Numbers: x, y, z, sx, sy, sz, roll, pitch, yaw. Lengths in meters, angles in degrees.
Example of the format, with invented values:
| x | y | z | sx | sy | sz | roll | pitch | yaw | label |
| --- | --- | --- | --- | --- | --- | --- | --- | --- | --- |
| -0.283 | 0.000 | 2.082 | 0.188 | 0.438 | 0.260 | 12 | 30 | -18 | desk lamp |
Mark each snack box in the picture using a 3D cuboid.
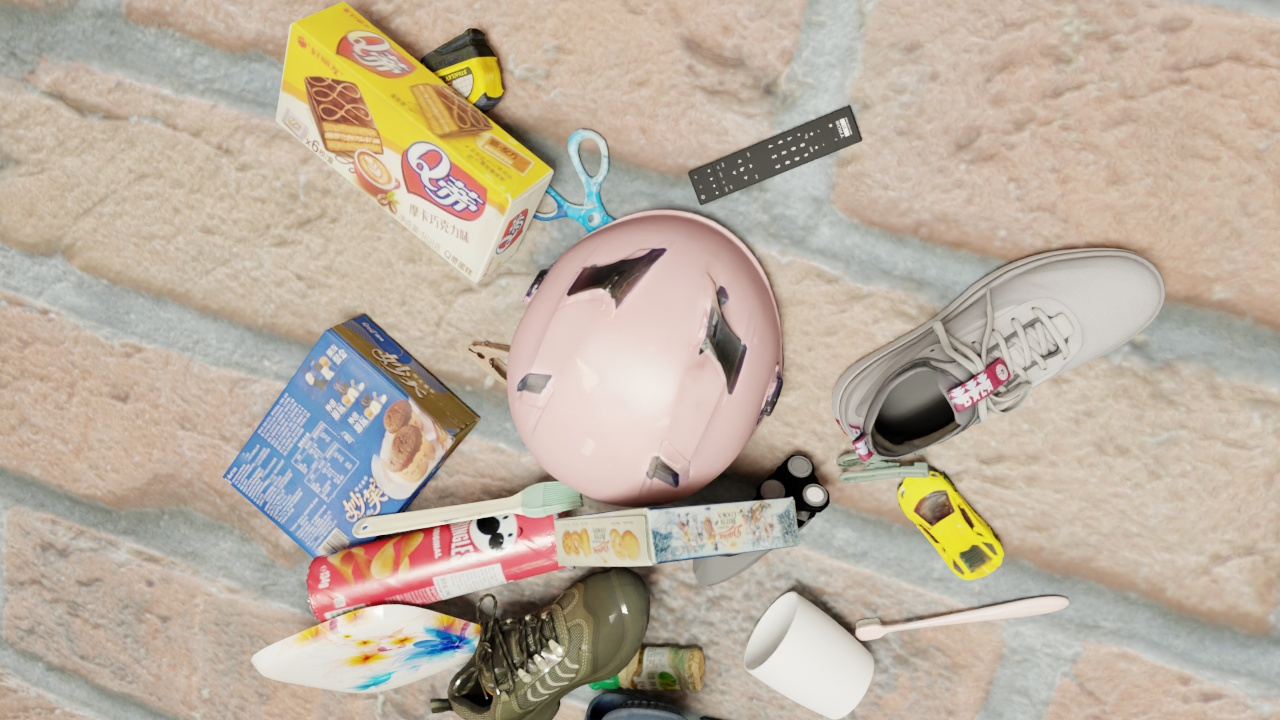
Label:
| x | y | z | sx | sy | sz | roll | pitch | yaw | label |
| --- | --- | --- | --- | --- | --- | --- | --- | --- | --- |
| -0.193 | -0.182 | 0.771 | 0.230 | 0.061 | 0.110 | 39 | 137 | 2 | snack box |
| -0.277 | 0.084 | 0.878 | 0.155 | 0.069 | 0.203 | 42 | 111 | 1 | snack box |
| 0.026 | 0.139 | 0.739 | 0.145 | 0.144 | 0.042 | -20 | 73 | 55 | snack box |

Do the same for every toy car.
| x | y | z | sx | sy | sz | roll | pitch | yaw | label |
| --- | --- | --- | --- | --- | --- | --- | --- | --- | --- |
| 0.261 | 0.138 | 0.778 | 0.049 | 0.030 | 0.107 | -41 | 90 | 21 | toy car |

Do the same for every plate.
| x | y | z | sx | sy | sz | roll | pitch | yaw | label |
| --- | --- | --- | --- | --- | --- | --- | --- | --- | --- |
| -0.252 | 0.284 | 0.881 | 0.187 | 0.187 | 0.016 | -25 | 55 | 19 | plate |

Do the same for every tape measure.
| x | y | z | sx | sy | sz | roll | pitch | yaw | label |
| --- | --- | --- | --- | --- | --- | --- | --- | --- | --- |
| -0.148 | -0.238 | 0.778 | 0.066 | 0.037 | 0.064 | -18 | 97 | 32 | tape measure |

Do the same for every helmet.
| x | y | z | sx | sy | sz | roll | pitch | yaw | label |
| --- | --- | --- | --- | --- | --- | --- | --- | --- | --- |
| -0.004 | 0.004 | 0.750 | 0.230 | 0.152 | 0.256 | 34 | 107 | 5 | helmet |

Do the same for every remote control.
| x | y | z | sx | sy | sz | roll | pitch | yaw | label |
| --- | --- | --- | --- | --- | --- | --- | --- | --- | --- |
| 0.108 | -0.166 | 0.747 | 0.140 | 0.009 | 0.030 | -19 | 99 | 18 | remote control |

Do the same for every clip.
| x | y | z | sx | sy | sz | roll | pitch | yaw | label |
| --- | --- | --- | --- | --- | --- | --- | --- | --- | --- |
| 0.205 | 0.081 | 0.781 | 0.078 | 0.023 | 0.049 | -2 | 64 | 25 | clip |
| -0.129 | -0.005 | 0.842 | 0.060 | 0.024 | 0.040 | 36 | 110 | 7 | clip |

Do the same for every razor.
| x | y | z | sx | sy | sz | roll | pitch | yaw | label |
| --- | --- | --- | --- | --- | --- | --- | --- | --- | --- |
| 0.100 | 0.149 | 0.810 | 0.157 | 0.060 | 0.057 | -55 | 44 | 35 | razor |

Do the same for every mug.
| x | y | z | sx | sy | sz | roll | pitch | yaw | label |
| --- | --- | --- | --- | --- | --- | --- | --- | --- | --- |
| 0.144 | 0.272 | 0.825 | 0.087 | 0.080 | 0.114 | 35 | 141 | -3 | mug |

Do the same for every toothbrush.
| x | y | z | sx | sy | sz | roll | pitch | yaw | label |
| --- | --- | --- | --- | --- | --- | --- | --- | --- | --- |
| 0.279 | 0.224 | 0.804 | 0.181 | 0.018 | 0.016 | -13 | 102 | 14 | toothbrush |

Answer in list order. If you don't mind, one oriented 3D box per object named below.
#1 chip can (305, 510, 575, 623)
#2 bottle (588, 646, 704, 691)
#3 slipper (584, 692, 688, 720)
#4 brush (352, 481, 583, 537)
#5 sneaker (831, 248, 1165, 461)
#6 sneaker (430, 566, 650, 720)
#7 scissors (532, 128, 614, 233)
| x | y | z | sx | sy | sz | roll | pitch | yaw | label |
| --- | --- | --- | --- | --- | --- | --- | --- | --- | --- |
| -0.181 | 0.185 | 0.842 | 0.233 | 0.073 | 0.073 | -14 | 101 | -1 | chip can |
| 0.005 | 0.295 | 0.878 | 0.111 | 0.043 | 0.043 | -4 | 103 | 14 | bottle |
| -0.006 | 0.347 | 0.852 | 0.101 | 0.082 | 0.264 | 12 | 142 | -4 | slipper |
| -0.157 | 0.136 | 0.826 | 0.218 | 0.033 | 0.012 | -10 | 127 | 7 | brush |
| 0.265 | 0.000 | 0.689 | 0.263 | 0.128 | 0.097 | -29 | 96 | 17 | sneaker |
| -0.108 | 0.258 | 0.838 | 0.142 | 0.101 | 0.238 | 22 | 122 | -37 | sneaker |
| -0.054 | -0.123 | 0.800 | 0.114 | 0.013 | 0.140 | -18 | 102 | 18 | scissors |
